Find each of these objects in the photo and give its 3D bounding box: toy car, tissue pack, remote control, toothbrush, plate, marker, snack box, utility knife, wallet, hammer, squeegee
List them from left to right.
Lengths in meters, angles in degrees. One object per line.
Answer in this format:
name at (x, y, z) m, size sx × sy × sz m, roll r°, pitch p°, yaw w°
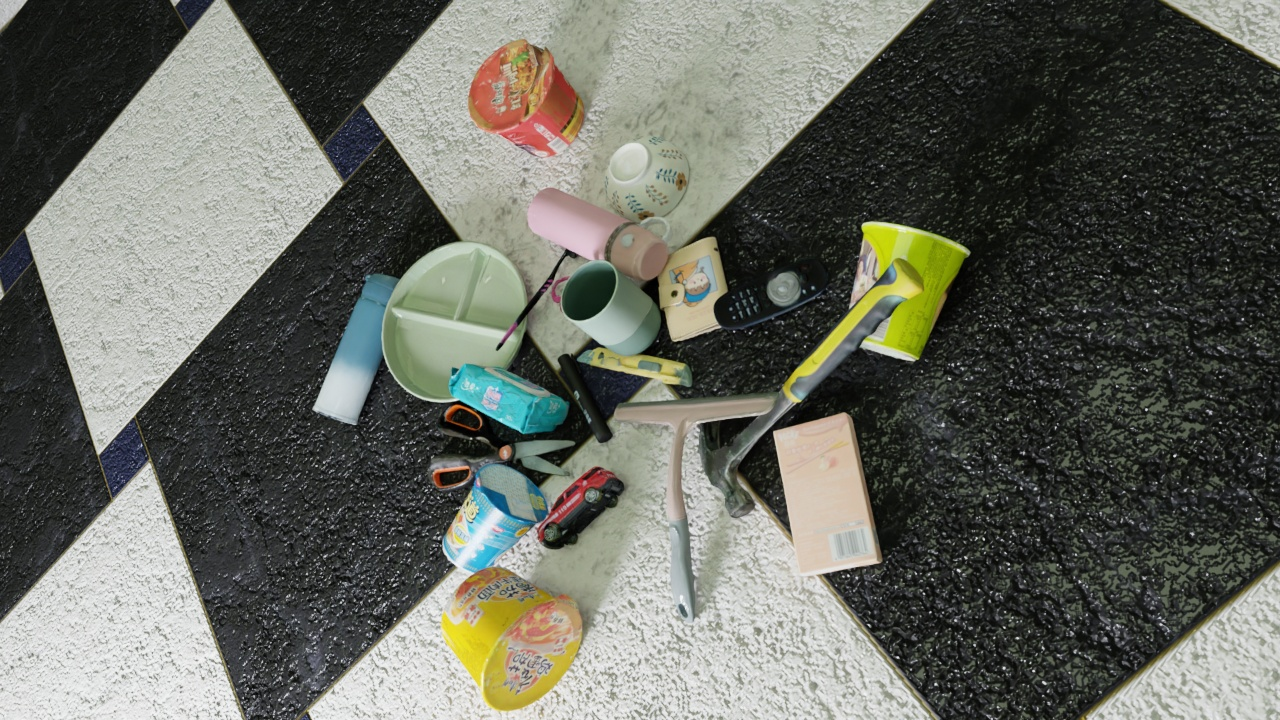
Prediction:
plate at (-0.252, -0.053, 1.256) m, size 0.231 × 0.027 × 0.230 m, roll -6°, pitch 73°, yaw 22°
tissue pack at (-0.164, 0.044, 1.136) m, size 0.133 × 0.093 × 0.050 m, roll 25°, pitch 95°, yaw 19°
toothbrush at (-0.130, -0.087, 1.201) m, size 0.018 × 0.014 × 0.189 m, roll 31°, pitch 79°, yaw 24°
toy car at (-0.074, 0.174, 1.084) m, size 0.120 × 0.053 × 0.045 m, roll -45°, pitch 57°, yaw 6°
marker at (-0.069, 0.045, 1.141) m, size 0.022 × 0.020 × 0.132 m, roll -23°, pitch 59°, yaw -12°
utility knife at (-0.007, 0.007, 1.124) m, size 0.166 × 0.018 × 0.031 m, roll 9°, pitch 69°, yaw 35°
squeegee at (0.046, 0.163, 1.009) m, size 0.248 × 0.040 × 0.249 m, roll -7°, pitch 80°, yaw 45°
wallet at (0.063, -0.084, 1.108) m, size 0.087 × 0.024 × 0.115 m, roll -18°, pitch 68°, yaw 18°
remote control at (0.150, -0.074, 1.052) m, size 0.136 × 0.024 × 0.053 m, roll -22°, pitch 66°, yaw 14°
hammer at (0.166, 0.019, 0.949) m, size 0.324 × 0.031 × 0.126 m, roll -51°, pitch 50°, yaw 31°
snack box at (0.194, 0.140, 0.960) m, size 0.085 × 0.026 × 0.157 m, roll -17°, pitch 66°, yaw 24°

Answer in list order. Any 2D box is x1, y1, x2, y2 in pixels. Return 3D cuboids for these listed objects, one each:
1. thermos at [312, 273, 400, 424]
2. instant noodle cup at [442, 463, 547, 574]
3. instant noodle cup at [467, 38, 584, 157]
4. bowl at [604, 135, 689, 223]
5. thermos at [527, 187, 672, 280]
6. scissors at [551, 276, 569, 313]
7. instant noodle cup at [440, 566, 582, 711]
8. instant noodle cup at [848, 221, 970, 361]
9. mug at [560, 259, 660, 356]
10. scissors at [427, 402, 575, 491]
thermos at (-0.397, -0.019, 1.316) m, size 0.070 × 0.070 × 0.220 m, roll 17°, pitch 83°, yaw 32°
instant noodle cup at (-0.183, 0.197, 1.113) m, size 0.110 × 0.099 × 0.099 m, roll -52°, pitch 57°, yaw 20°
instant noodle cup at (-0.151, -0.349, 1.258) m, size 0.138 × 0.108 × 0.137 m, roll -9°, pitch 70°, yaw 26°
bowl at (0.000, -0.239, 1.169) m, size 0.114 × 0.062 × 0.113 m, roll -8°, pitch 71°, yaw 25°
thermos at (-0.049, -0.167, 1.156) m, size 0.199 × 0.067 × 0.087 m, roll 27°, pitch 76°, yaw 35°
scissors at (-0.058, -0.112, 1.187) m, size 0.133 × 0.017 × 0.056 m, roll -39°, pitch 74°, yaw 9°
instant noodle cup at (-0.152, 0.307, 1.043) m, size 0.110 × 0.138 × 0.138 m, roll 28°, pitch 89°, yaw 41°
instant noodle cup at (0.265, -0.067, 0.947) m, size 0.112 × 0.111 × 0.123 m, roll 19°, pitch 92°, yaw 32°
mug at (-0.036, -0.069, 1.104) m, size 0.082 × 0.106 × 0.111 m, roll -35°, pitch 50°, yaw 17°
scissors at (-0.185, 0.105, 1.184) m, size 0.230 × 0.021 × 0.189 m, roll -28°, pitch 62°, yaw 19°
